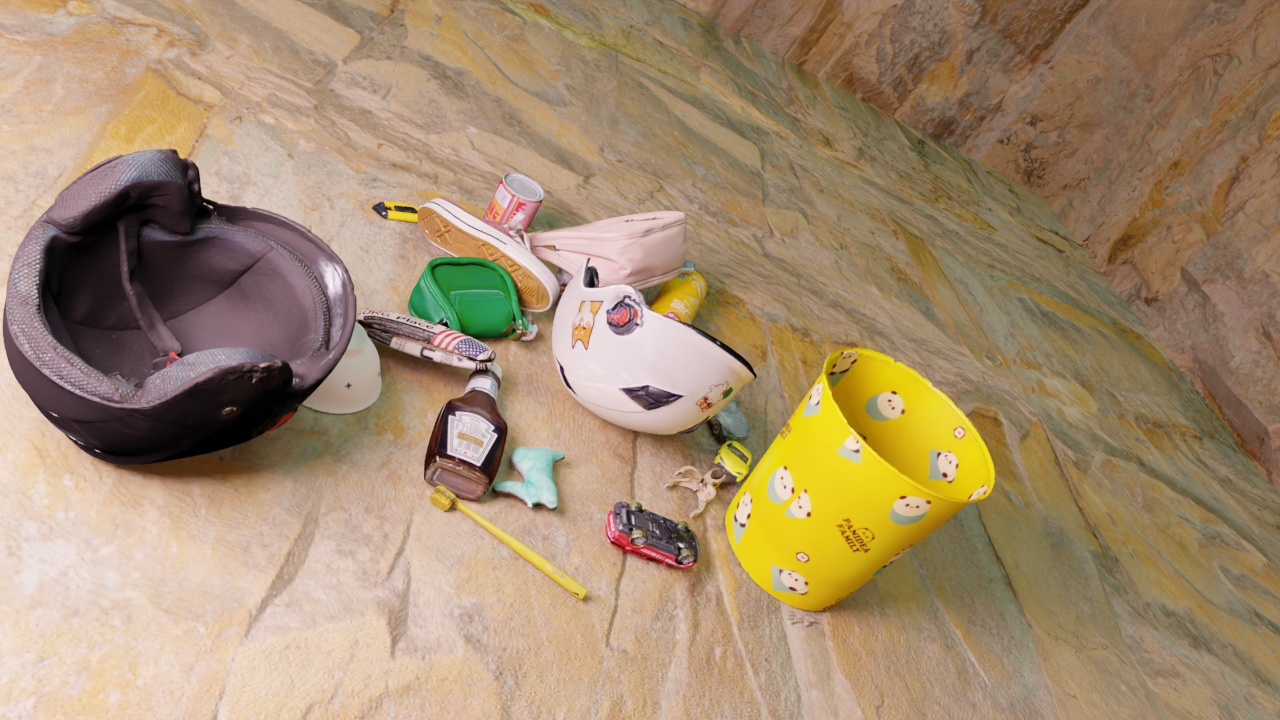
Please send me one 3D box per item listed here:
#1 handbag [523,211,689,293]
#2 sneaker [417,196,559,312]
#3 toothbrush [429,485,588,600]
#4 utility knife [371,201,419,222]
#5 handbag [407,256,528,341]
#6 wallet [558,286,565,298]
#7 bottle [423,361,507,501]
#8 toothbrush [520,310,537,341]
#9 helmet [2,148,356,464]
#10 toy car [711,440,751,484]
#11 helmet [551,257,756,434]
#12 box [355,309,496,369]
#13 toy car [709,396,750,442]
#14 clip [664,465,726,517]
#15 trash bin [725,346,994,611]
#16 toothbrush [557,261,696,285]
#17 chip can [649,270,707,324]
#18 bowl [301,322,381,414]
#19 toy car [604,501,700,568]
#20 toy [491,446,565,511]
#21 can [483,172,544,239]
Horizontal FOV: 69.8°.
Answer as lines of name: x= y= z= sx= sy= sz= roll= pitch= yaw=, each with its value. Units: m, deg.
handbag: x=-0.065 y=-0.169 z=1.336 sx=0.234 sy=0.093 sz=0.192 roll=12 pitch=22 yaw=30
sneaker: x=-0.193 y=-0.157 z=1.249 sx=0.241 sy=0.118 sz=0.087 roll=34 pitch=48 yaw=19
toothbrush: x=-0.136 y=0.189 z=0.942 sx=0.190 sy=0.016 sz=0.016 roll=35 pitch=38 yaw=1
utility knife: x=-0.305 y=-0.208 z=1.302 sx=0.156 sy=0.015 sz=0.033 roll=0 pitch=49 yaw=-41
handbag: x=-0.215 y=-0.069 z=1.155 sx=0.131 sy=0.068 sz=0.120 roll=-8 pitch=52 yaw=-46
wallet: x=-0.055 y=-0.083 z=1.298 sx=0.101 sy=0.020 sz=0.115 roll=19 pitch=-6 yaw=-23
bottle: x=-0.187 y=0.069 z=1.026 sx=0.080 sy=0.044 sz=0.194 roll=25 pitch=33 yaw=-15
toothbrush: x=-0.163 y=-0.094 z=1.278 sx=0.189 sy=0.029 sz=0.021 roll=-104 pitch=169 yaw=-48
helmet: x=-0.397 y=-0.030 z=0.800 sx=0.274 sy=0.231 sz=0.233 roll=-15 pitch=72 yaw=-48
toy car: x=0.125 y=0.130 z=1.208 sx=0.048 sy=0.032 sz=0.105 roll=39 pitch=14 yaw=5
helmet: x=-0.007 y=0.007 z=1.133 sx=0.274 sy=0.157 sz=0.230 roll=34 pitch=-2 yaw=39
box: x=-0.248 y=-0.021 z=1.055 sx=0.164 sy=0.052 sz=0.068 roll=17 pitch=24 yaw=-5
toy car: x=0.114 y=0.066 z=1.295 sx=0.054 sy=0.037 sz=0.120 roll=7 pitch=40 yaw=-36
clip: x=0.067 y=0.150 z=1.152 sx=0.095 sy=0.035 sz=0.101 roll=33 pitch=28 yaw=-4
trash bin: x=0.244 y=0.152 z=1.098 sx=0.229 sy=0.256 sz=0.229 roll=23 pitch=35 yaw=-17
toothbrush: x=-0.017 y=-0.134 z=1.388 sx=0.220 sy=0.027 sz=0.026 roll=-6 pitch=87 yaw=-21
chip can: x=0.046 y=-0.068 z=1.378 sx=0.072 sy=0.072 sz=0.212 roll=34 pitch=33 yaw=-1
bowl: x=-0.326 y=-0.007 z=0.983 sx=0.118 sy=0.065 sz=0.118 roll=23 pitch=34 yaw=-17
toy car: x=0.013 y=0.199 z=1.032 sx=0.120 sy=0.045 sz=0.052 roll=25 pitch=36 yaw=-24
toy: x=-0.121 y=0.130 z=1.019 sx=0.096 sy=0.030 sz=0.091 roll=7 pitch=39 yaw=-26
can: x=-0.189 y=-0.218 z=1.344 sx=0.066 sy=0.094 sz=0.066 roll=23 pitch=34 yaw=-17
